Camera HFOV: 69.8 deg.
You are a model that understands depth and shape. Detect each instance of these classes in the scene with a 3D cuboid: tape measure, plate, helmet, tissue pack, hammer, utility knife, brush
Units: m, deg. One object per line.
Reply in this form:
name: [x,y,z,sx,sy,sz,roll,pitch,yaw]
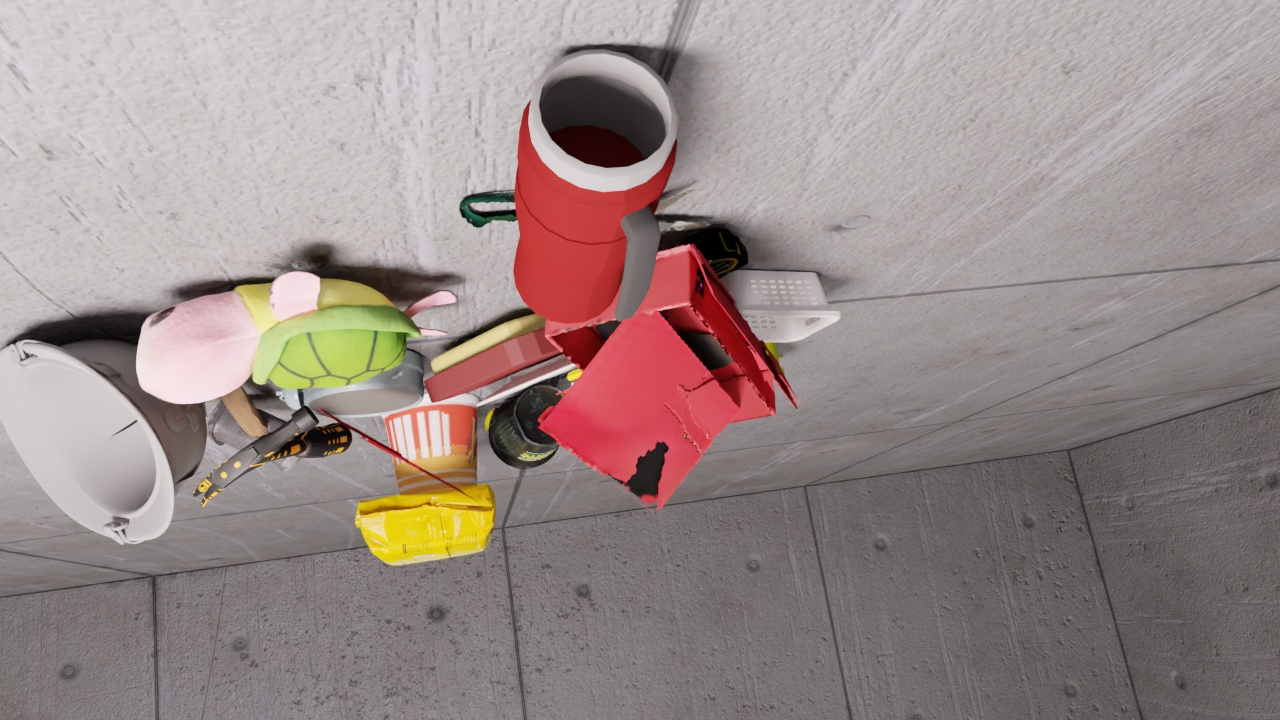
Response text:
tape measure: [0.052,-0.086,0.755,0.062,0.034,0.061,-25,166,16]
plate: [-0.075,0.002,0.957,0.208,0.015,0.208,-22,-179,0]
helmet: [-0.426,0.047,0.776,0.272,0.183,0.117,-4,-158,37]
tissue pack: [0.016,0.049,1.051,0.182,0.070,0.112,-19,139,-1]
hammer: [-0.333,0.085,0.888,0.123,0.036,0.321,-37,-178,-6]
utility knife: [0.013,-0.017,0.998,0.225,0.019,0.030,-23,-172,18]
brush: [-0.143,-0.005,0.901,0.174,0.042,0.082,-22,179,40]
hammer: [-0.392,0.032,0.880,0.098,0.052,0.329,23,156,-1]

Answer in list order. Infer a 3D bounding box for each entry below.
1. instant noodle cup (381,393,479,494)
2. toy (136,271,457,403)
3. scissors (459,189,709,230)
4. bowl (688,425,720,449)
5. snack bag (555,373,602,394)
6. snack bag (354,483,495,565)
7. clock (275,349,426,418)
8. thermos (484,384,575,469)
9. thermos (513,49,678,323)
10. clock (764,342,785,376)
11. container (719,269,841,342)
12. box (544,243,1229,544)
instant noodle cup: [-0.260,0.115,1.160,0.123,0.121,0.123,-9,166,-2]
toy: [-0.260,-0.020,0.715,0.237,0.087,0.191,-8,175,-30]
scissors: [-0.050,-0.092,0.712,0.201,0.015,0.205,-1,163,-22]
bowl: [0.088,0.050,1.206,0.114,0.050,0.115,-46,162,-20]
snack bag: [-0.006,0.005,0.935,0.144,0.039,0.130,-19,178,8]
snack bag: [-0.259,0.208,1.131,0.159,0.068,0.248,-5,165,-11]
clock: [-0.298,0.027,0.953,0.159,0.045,0.122,-14,164,16]
thermos: [-0.135,0.081,1.132,0.098,0.098,0.221,-5,171,-14]
thermos: [-0.029,-0.083,0.553,0.083,0.108,0.199,-26,167,-18]
clock: [0.122,0.007,1.108,0.118,0.057,0.083,5,161,-44]
container: [0.120,-0.053,0.892,0.129,0.049,0.081,-1,164,-28]
box: [0.153,0.036,0.690,0.479,0.171,0.214,28,168,37]
